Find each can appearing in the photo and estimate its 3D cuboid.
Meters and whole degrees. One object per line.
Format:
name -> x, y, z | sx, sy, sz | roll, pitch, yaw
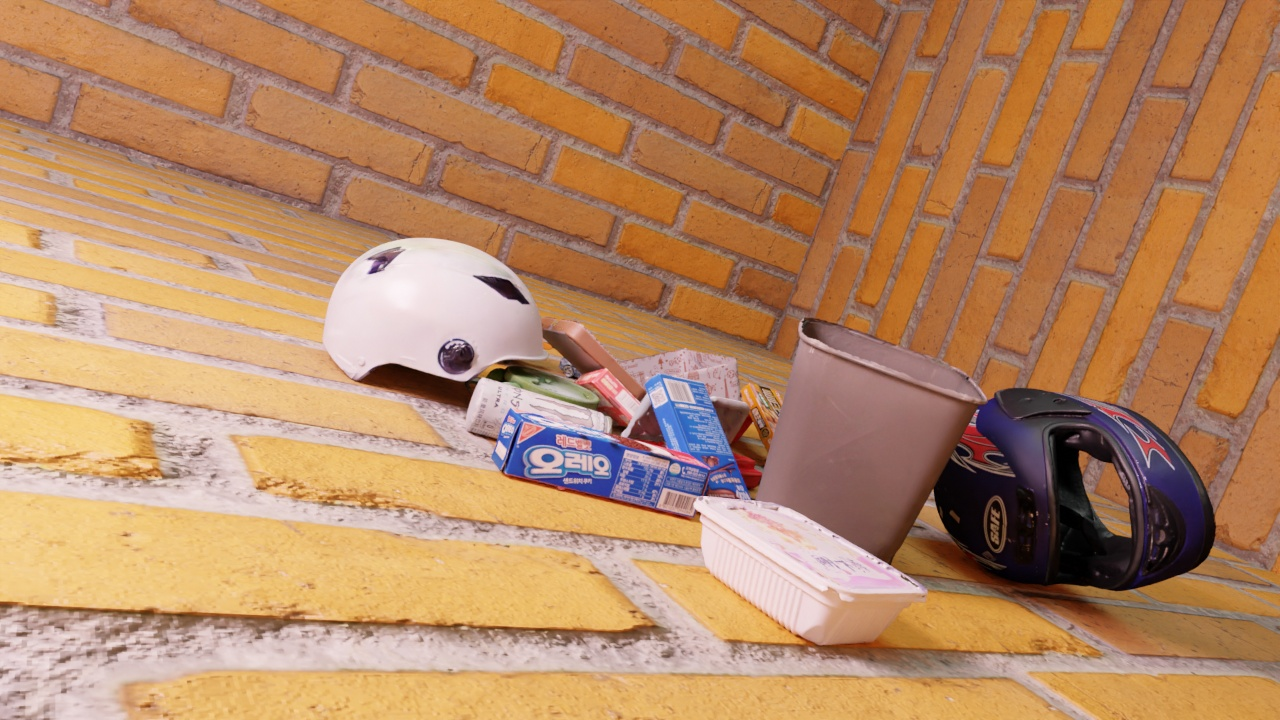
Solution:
can -> -0.107, 0.065, 0.967 | 0.146, 0.058, 0.058 | 18, 7, -15

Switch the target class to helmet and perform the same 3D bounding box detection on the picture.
helmet -> -0.237, -0.070, 1.075 | 0.258, 0.146, 0.229 | -1, 13, -9
helmet -> 0.503, 0.168, 1.145 | 0.240, 0.247, 0.315 | -9, 14, -4

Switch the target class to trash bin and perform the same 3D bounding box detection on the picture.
trash bin -> 0.231, 0.090, 0.993 | 0.199, 0.220, 0.198 | 20, 14, 8

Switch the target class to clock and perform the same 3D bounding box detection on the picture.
clock -> -0.126, 0.047, 1.068 | 0.161, 0.056, 0.116 | 17, 7, -20

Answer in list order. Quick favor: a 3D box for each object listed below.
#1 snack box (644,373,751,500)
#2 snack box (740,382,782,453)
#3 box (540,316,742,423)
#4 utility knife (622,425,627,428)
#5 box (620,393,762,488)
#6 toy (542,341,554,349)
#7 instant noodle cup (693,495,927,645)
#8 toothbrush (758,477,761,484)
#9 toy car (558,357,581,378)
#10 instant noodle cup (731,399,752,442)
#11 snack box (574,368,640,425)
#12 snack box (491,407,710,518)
snack box -> 0.063, 0.091, 1.008 | 0.084, 0.026, 0.157 | 12, 49, -48
snack box -> 0.204, 0.105, 1.354 | 0.075, 0.026, 0.153 | 14, 42, -43
box -> -0.008, 0.021, 1.226 | 0.272, 0.130, 0.179 | 18, -1, -23
utility knife -> -0.038, 0.074, 1.254 | 0.031, 0.020, 0.195 | 23, -1, -39
box -> 0.073, 0.090, 1.105 | 0.095, 0.101, 0.201 | 25, 9, 41
toy -> -0.228, -0.050, 1.420 | 0.227, 0.090, 0.246 | 16, 1, 25
instant noodle cup -> 0.131, 0.176, 0.762 | 0.137, 0.060, 0.173 | 14, 10, -42
toothbrush -> 0.171, 0.165, 1.162 | 0.016, 0.014, 0.189 | 17, 6, -27
toy car -> -0.076, 0.022, 1.504 | 0.121, 0.037, 0.054 | 25, 7, 14
instant noodle cup -> 0.101, 0.077, 1.442 | 0.194, 0.066, 0.193 | 19, 6, -2
snack box -> -0.042, 0.048, 1.149 | 0.075, 0.025, 0.153 | 47, -13, -7
snack box -> -0.037, 0.101, 0.894 | 0.207, 0.057, 0.058 | 16, 5, -23
